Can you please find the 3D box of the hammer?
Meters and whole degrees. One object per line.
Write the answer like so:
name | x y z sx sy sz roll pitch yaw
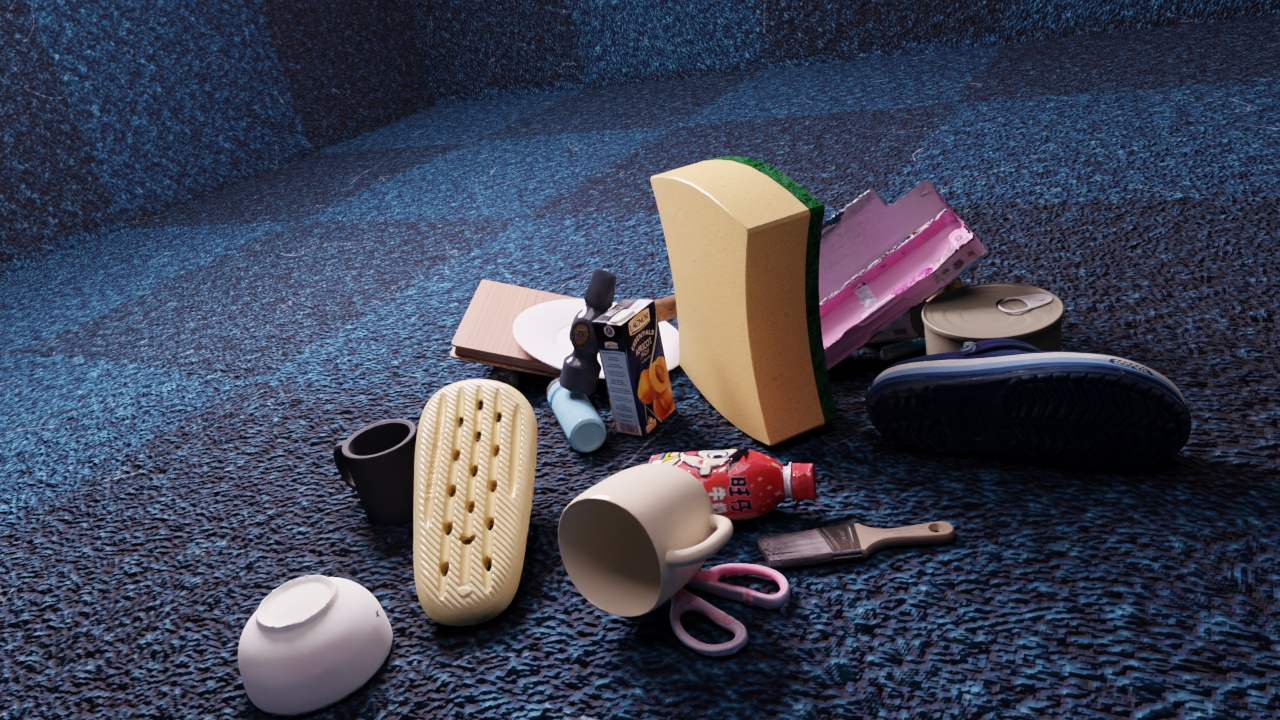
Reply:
hammer | 0.012 -0.056 1.067 0.040 0.129 0.320 23 20 22

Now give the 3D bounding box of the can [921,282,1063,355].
can | 0.344 -0.018 0.900 0.128 0.073 0.127 -10 25 4

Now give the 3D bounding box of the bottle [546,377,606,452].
bottle | -0.071 0.053 0.973 0.040 0.040 0.130 -17 26 -12

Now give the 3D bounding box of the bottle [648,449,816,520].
bottle | 0.078 0.105 0.775 0.138 0.062 0.061 -6 26 14

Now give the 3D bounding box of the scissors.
scissors | 0.019 0.179 0.703 0.179 0.016 0.105 6 31 33

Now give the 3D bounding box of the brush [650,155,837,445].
brush | 0.099 -0.062 0.891 0.075 0.250 0.195 -20 30 -17

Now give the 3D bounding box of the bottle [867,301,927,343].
bottle | 0.263 -0.041 1.004 0.041 0.041 0.116 -29 13 -32

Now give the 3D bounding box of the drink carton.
drink carton | -0.006 0.005 0.937 0.040 0.130 0.064 6 30 34

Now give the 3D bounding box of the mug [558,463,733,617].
mug | 0.015 0.127 0.684 0.120 0.096 0.099 -2 14 37

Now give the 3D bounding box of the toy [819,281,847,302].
toy | 0.164 -0.115 1.152 0.170 0.120 0.222 -15 24 -30

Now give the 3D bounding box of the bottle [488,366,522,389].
bottle | -0.160 0.004 1.116 0.036 0.036 0.109 -9 25 5

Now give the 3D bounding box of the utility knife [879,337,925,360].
utility knife | 0.315 -0.022 0.990 0.124 0.015 0.022 -15 7 -9

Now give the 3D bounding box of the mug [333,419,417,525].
mug | -0.256 0.107 0.897 0.105 0.077 0.071 3 29 29

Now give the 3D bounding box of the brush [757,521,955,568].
brush | 0.168 0.142 0.717 0.151 0.012 0.038 -8 25 6

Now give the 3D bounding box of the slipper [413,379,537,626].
slipper | -0.142 0.127 0.815 0.111 0.079 0.261 -8 44 1

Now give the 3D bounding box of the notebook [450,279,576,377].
notebook | -0.134 -0.041 1.150 0.169 0.022 0.210 11 25 -4

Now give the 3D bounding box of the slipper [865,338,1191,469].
slipper | 0.322 0.025 0.781 0.253 0.105 0.095 1 35 30

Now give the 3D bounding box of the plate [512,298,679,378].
plate | -0.049 -0.024 1.100 0.208 0.015 0.208 7 27 -4

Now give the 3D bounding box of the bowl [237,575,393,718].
bowl | -0.254 0.208 0.703 0.113 0.063 0.113 -10 24 4

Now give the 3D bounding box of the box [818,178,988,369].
box | 0.222 -0.088 0.946 0.231 0.105 0.086 -38 27 18

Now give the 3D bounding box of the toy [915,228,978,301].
toy | 0.323 -0.085 1.024 0.134 0.108 0.105 -19 53 -14
